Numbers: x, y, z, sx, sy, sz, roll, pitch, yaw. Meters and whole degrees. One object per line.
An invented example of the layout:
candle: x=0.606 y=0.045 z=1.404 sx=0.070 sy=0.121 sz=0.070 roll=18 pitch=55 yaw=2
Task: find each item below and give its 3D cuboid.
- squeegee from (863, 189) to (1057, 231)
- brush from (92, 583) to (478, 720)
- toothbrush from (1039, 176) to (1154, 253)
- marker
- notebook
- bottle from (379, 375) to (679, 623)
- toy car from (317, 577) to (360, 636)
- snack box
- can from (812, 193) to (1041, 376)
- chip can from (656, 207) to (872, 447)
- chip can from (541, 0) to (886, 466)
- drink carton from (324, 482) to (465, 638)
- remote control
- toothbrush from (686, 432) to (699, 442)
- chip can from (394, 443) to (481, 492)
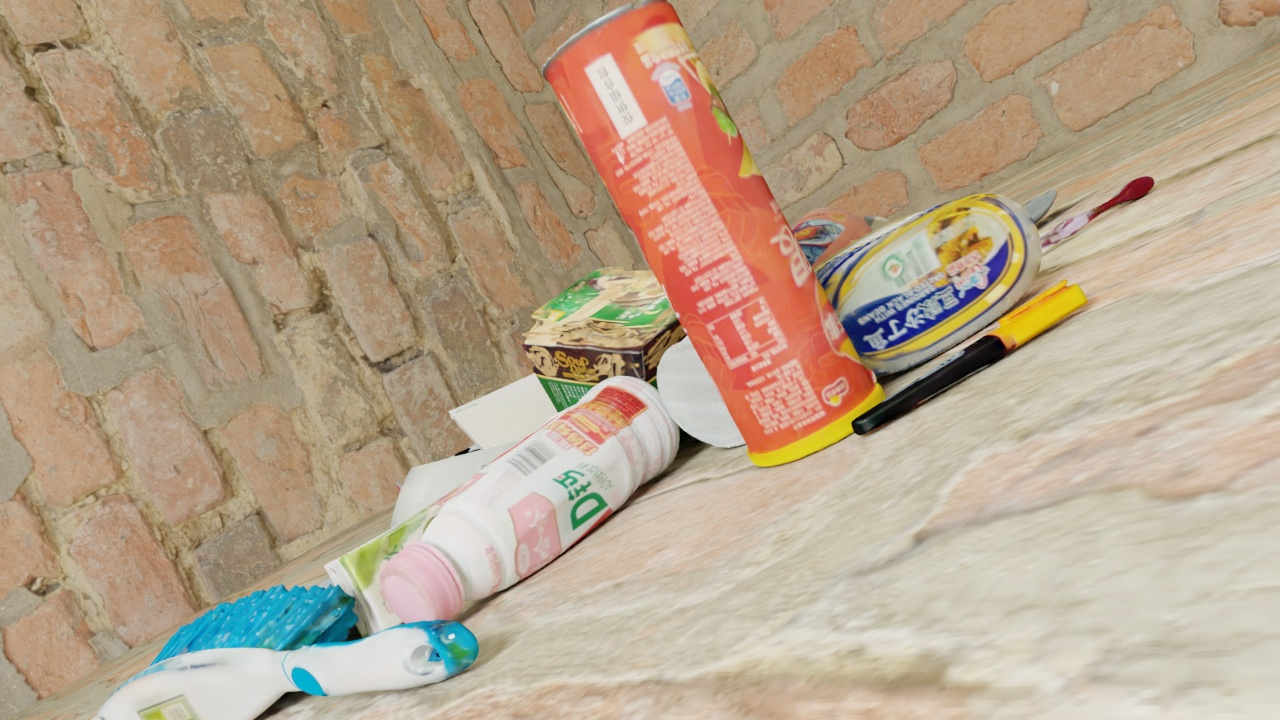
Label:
squeegee: x=0.287 y=-0.100 z=0.844 sx=0.246 sy=0.039 sz=0.247 roll=-22 pitch=-17 yaw=-11
brush: x=-0.174 y=0.149 z=0.458 sx=0.315 sy=0.060 sz=0.109 roll=-25 pitch=8 yaw=27
toothbrush: x=0.301 y=-0.092 z=0.664 sx=0.187 sy=0.016 sz=0.017 roll=-28 pitch=-7 yaw=-16
marker: x=0.144 y=-0.001 z=0.402 sx=0.123 sy=0.015 sz=0.018 roll=-30 pitch=-3 yaw=-10
notebook: x=-0.052 y=0.046 z=0.729 sx=0.150 sy=0.012 sz=0.209 roll=-27 pitch=28 yaw=-20
bottle: x=-0.056 y=0.076 z=0.508 sx=0.068 sy=0.068 sz=0.196 roll=-27 pitch=6 yaw=44
toy car: x=-0.181 y=0.152 z=0.598 sx=0.054 sy=0.037 sz=0.120 roll=-20 pitch=1 yaw=20
snack box: x=-0.004 y=0.004 z=0.646 sx=0.118 sy=0.106 sz=0.117 roll=7 pitch=33 yaw=36
can: x=0.150 y=-0.040 z=0.508 sx=0.148 sy=0.074 sz=0.049 roll=-28 pitch=4 yaw=-16
chip can: x=0.092 y=-0.031 z=0.597 sx=0.071 sy=0.071 sz=0.214 roll=-27 pitch=12 yaw=42
chip can: x=0.034 y=-0.058 z=0.435 sx=0.073 sy=0.216 sz=0.073 roll=-30 pitch=5 yaw=2
drink carton: x=-0.126 y=0.116 z=0.565 sx=0.122 sy=0.053 sz=0.046 roll=-29 pitch=0 yaw=-41
remote control: x=-0.127 y=0.094 z=0.667 sx=0.135 sy=0.019 sz=0.056 roll=-17 pitch=47 yaw=34
toothbrush: x=0.083 y=0.024 z=0.685 sx=0.018 sy=0.015 sz=0.180 roll=-16 pitch=8 yaw=39
chip can: x=-0.084 y=0.079 z=0.780 sx=0.235 sy=0.072 sz=0.072 roll=-28 pitch=1 yaw=-19
